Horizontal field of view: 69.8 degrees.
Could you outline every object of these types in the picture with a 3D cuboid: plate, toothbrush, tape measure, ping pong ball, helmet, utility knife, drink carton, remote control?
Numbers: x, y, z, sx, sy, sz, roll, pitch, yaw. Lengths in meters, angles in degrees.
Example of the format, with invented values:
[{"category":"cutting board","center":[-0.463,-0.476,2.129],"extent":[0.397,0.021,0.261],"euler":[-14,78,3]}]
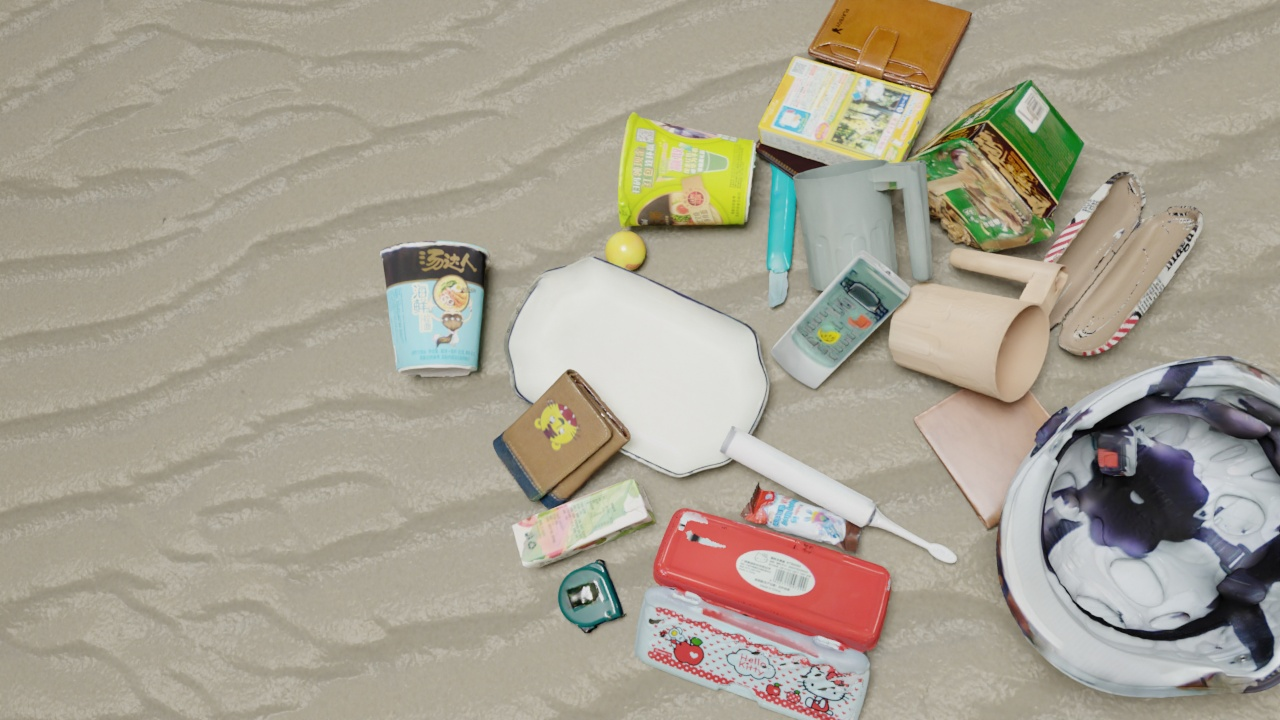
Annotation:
[{"category":"plate","center":[-0.005,0.005,0.881],"extent":[0.266,0.034,0.162],"euler":[25,83,17]},{"category":"toothbrush","center":[0.172,0.120,0.798],"extent":[0.221,0.026,0.027],"euler":[28,97,8]},{"category":"tape measure","center":[-0.048,0.217,0.839],"extent":[0.054,0.025,0.058],"euler":[-24,71,4]},{"category":"ping pong ball","center":[-0.015,-0.108,0.910],"extent":[0.040,0.040,0.040],"euler":[-3,75,12]},{"category":"helmet","center":[0.390,0.122,0.700],"extent":[0.259,0.145,0.229],"euler":[-43,81,8]},{"category":"utility knife","center":[0.137,-0.138,0.897],"extent":[0.029,0.013,0.184],"euler":[3,73,10]},{"category":"drink carton","center":[-0.051,0.149,0.843],"extent":[0.122,0.053,0.045],"euler":[-23,71,5]},{"category":"remote control","center":[0.174,-0.033,0.813],"extent":[0.056,0.019,0.135],"euler":[40,127,1]}]

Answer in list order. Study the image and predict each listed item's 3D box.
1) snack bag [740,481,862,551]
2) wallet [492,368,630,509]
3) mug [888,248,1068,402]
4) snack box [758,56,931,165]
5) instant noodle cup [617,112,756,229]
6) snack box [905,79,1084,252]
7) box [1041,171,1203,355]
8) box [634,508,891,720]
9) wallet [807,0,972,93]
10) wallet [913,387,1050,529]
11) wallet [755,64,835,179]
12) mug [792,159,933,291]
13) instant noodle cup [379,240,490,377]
[{"category":"snack bag","center":[0.143,0.141,0.813],"extent":[0.105,0.026,0.045],"euler":[15,35,16]},{"category":"wallet","center":[-0.074,0.075,0.852],"extent":[0.115,0.033,0.090],"euler":[-43,82,24]},{"category":"mug","center":[0.287,-0.036,0.782],"extent":[0.104,0.084,0.124],"euler":[22,81,47]},{"category":"snack box","center":[0.193,-0.230,0.875],"extent":[0.140,0.034,0.086],"euler":[22,77,20]},{"category":"instant noodle cup","center":[0.048,-0.177,0.884],"extent":[0.123,0.112,0.111],"euler":[7,77,7]},{"category":"snack box","center":[0.314,-0.176,0.806],"extent":[0.118,0.118,0.105],"euler":[43,77,-13]},{"category":"box","center":[0.407,-0.082,0.789],"extent":[0.162,0.075,0.086],"euler":[-51,41,-6]},{"category":"box","center":[0.101,0.220,0.788],"extent":[0.201,0.069,0.157],"euler":[14,83,17]},{"category":"wallet","center":[0.243,-0.315,0.908],"extent":[0.131,0.035,0.118],"euler":[23,68,17]},{"category":"wallet","center":[0.313,0.073,0.801],"extent":[0.101,0.020,0.115],"euler":[-30,69,3]},{"category":"wallet","center":[0.184,-0.226,0.902],"extent":[0.096,0.020,0.122],"euler":[40,82,21]},{"category":"mug","center":[0.199,-0.120,0.811],"extent":[0.124,0.083,0.103],"euler":[9,116,47]},{"category":"instant noodle cup","center":[-0.201,-0.046,0.908],"extent":[0.111,0.111,0.120],"euler":[-5,82,11]}]
